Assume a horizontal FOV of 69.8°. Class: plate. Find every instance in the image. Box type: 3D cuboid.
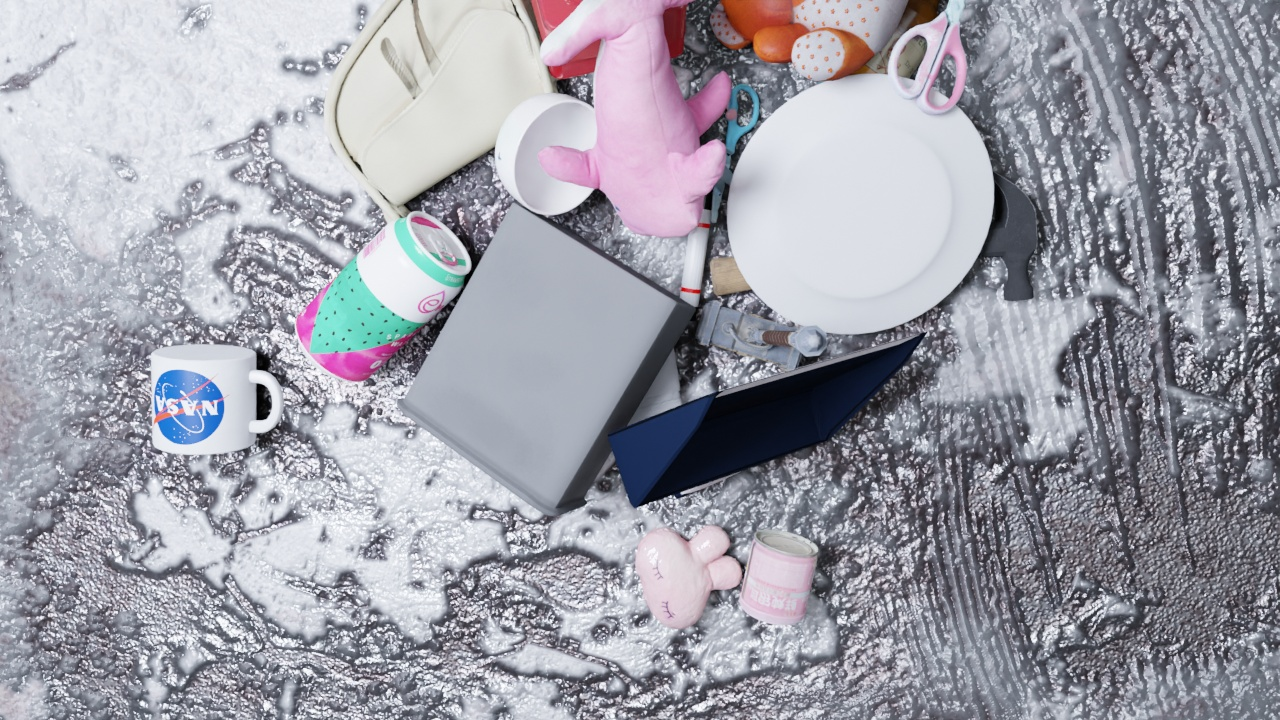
[{"bbox_3d":[0.201,-0.135,0.837,0.242,0.016,0.243,1,113,2],"label":"plate"}]

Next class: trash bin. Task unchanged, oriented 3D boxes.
[{"bbox_3d":[-0.087,-0.002,0.852,0.192,0.097,0.220,33,98,15],"label":"trash bin"}]

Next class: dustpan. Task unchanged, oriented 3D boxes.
[{"bbox_3d":[0.095,0.069,0.827,0.235,0.274,0.080,-14,83,-32],"label":"dustpan"}]

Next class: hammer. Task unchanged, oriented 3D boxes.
[{"bbox_3d":[0.109,-0.019,0.751,0.098,0.322,0.044,17,92,-2],"label":"hammer"},{"bbox_3d":[0.220,-0.106,0.882,0.305,0.040,0.132,-8,103,3],"label":"hammer"}]

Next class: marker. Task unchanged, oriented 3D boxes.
[{"bbox_3d":[0.055,-0.111,0.891,0.019,0.019,0.146,8,100,0],"label":"marker"}]

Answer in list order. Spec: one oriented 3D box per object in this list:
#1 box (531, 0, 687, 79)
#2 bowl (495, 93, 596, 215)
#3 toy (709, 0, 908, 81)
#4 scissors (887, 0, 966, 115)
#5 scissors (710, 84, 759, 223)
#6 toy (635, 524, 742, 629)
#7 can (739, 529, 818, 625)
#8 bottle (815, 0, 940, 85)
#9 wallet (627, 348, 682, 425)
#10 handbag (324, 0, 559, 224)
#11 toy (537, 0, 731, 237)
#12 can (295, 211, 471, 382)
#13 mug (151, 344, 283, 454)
[{"bbox_3d":[-0.034,-0.331,0.793,0.129,0.087,0.158,-13,72,-8],"label":"box"},{"bbox_3d":[-0.085,-0.188,0.821,0.054,0.104,0.105,35,102,38],"label":"bowl"},{"bbox_3d":[0.142,-0.325,0.793,0.172,0.092,0.164,29,95,33],"label":"toy"},{"bbox_3d":[0.267,-0.296,0.795,0.076,0.017,0.174,26,82,-15],"label":"scissors"},{"bbox_3d":[0.062,-0.199,0.869,0.126,0.015,0.136,9,83,6],"label":"scissors"},{"bbox_3d":[0.049,0.214,0.935,0.105,0.053,0.108,-23,97,-10],"label":"toy"},{"bbox_3d":[0.139,0.217,0.922,0.067,0.067,0.076,11,99,-1],"label":"can"},{"bbox_3d":[0.229,-0.293,0.831,0.068,0.067,0.157,34,99,-5],"label":"bottle"},{"bbox_3d":[-0.005,0.005,0.906,0.086,0.032,0.116,-6,91,1],"label":"wallet"},{"bbox_3d":[-0.184,-0.244,0.825,0.229,0.131,0.184,-32,105,8],"label":"handbag"},{"bbox_3d":[0.017,-0.187,0.762,0.186,0.266,0.128,-29,55,-13],"label":"toy"},{"bbox_3d":[-0.241,-0.057,0.857,0.166,0.088,0.088,-39,97,19],"label":"can"},{"bbox_3d":[-0.407,0.037,0.890,0.121,0.091,0.090,4,100,-1],"label":"mug"}]
